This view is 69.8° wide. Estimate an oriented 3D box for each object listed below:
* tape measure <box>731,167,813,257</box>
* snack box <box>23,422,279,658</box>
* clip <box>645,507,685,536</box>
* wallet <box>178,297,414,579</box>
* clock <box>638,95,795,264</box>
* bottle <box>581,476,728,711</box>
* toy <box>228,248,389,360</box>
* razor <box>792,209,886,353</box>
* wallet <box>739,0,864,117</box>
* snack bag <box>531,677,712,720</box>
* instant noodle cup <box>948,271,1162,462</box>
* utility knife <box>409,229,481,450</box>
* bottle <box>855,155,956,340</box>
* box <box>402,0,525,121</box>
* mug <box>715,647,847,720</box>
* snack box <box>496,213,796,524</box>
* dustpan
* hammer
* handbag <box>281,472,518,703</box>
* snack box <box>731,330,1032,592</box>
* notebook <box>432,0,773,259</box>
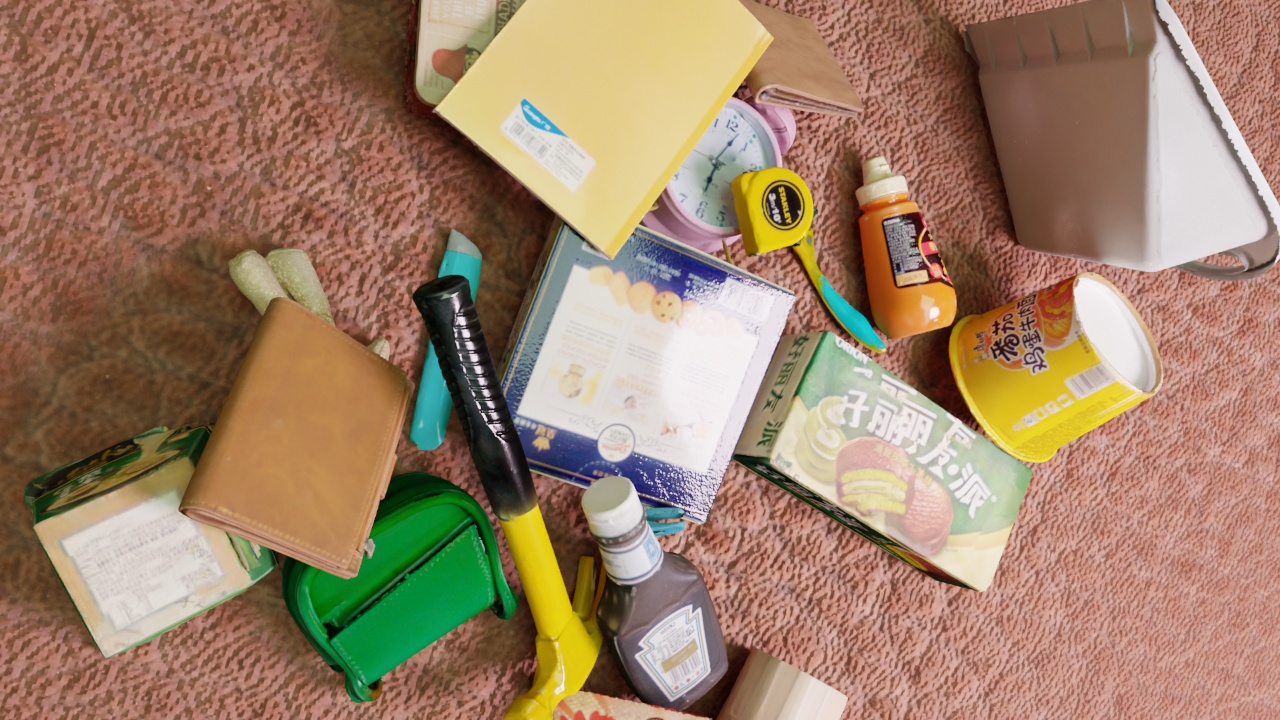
[{"bbox_3d":[0.092,-0.107,0.650,0.057,0.029,0.060,-17,97,-23],"label":"tape measure"},{"bbox_3d":[-0.275,0.102,0.516,0.117,0.106,0.118,-27,98,-20],"label":"snack box"},{"bbox_3d":[0.004,0.114,0.641,0.057,0.014,0.047,-7,47,3],"label":"clip"},{"bbox_3d":[-0.178,0.047,0.518,0.119,0.035,0.130,40,47,-39],"label":"wallet"},{"bbox_3d":[0.054,-0.157,0.682,0.117,0.060,0.158,23,79,-22],"label":"clock"},{"bbox_3d":[0.006,0.161,0.627,0.079,0.044,0.195,-32,125,-20],"label":"bottle"},{"bbox_3d":[-0.208,0.002,0.575,0.105,0.066,0.157,-30,99,-63],"label":"toy"},{"bbox_3d":[0.157,-0.059,0.740,0.132,0.028,0.043,55,40,-10],"label":"razor"},{"bbox_3d":[0.110,-0.230,0.695,0.115,0.020,0.101,-2,60,-38],"label":"wallet"},{"bbox_3d":[0.013,0.293,0.613,0.208,0.073,0.128,5,87,16],"label":"snack bag"},{"bbox_3d":[0.340,0.000,0.746,0.138,0.110,0.137,19,54,-28],"label":"instant noodle cup"},{"bbox_3d":[-0.134,-0.013,0.628,0.029,0.013,0.151,13,87,-19],"label":"utility knife"},{"bbox_3d":[0.209,-0.094,0.749,0.066,0.067,0.149,-14,88,-22],"label":"bottle"},{"bbox_3d":[-0.111,-0.245,0.612,0.091,0.080,0.168,4,94,-24],"label":"box"},{"bbox_3d":[0.108,0.289,0.694,0.124,0.084,0.103,42,71,-42],"label":"mug"},{"bbox_3d":[-0.004,0.004,0.646,0.178,0.046,0.182,21,93,-21],"label":"snack box"},{"bbox_3d":[0.405,-0.170,0.749,0.142,0.222,0.258,-18,107,-10],"label":"dustpan"},{"bbox_3d":[-0.077,0.089,0.569,0.128,0.033,0.301,-51,135,-50],"label":"hammer"},{"bbox_3d":[-0.155,0.144,0.592,0.131,0.068,0.120,-29,108,-22],"label":"handbag"},{"bbox_3d":[0.196,0.083,0.735,0.240,0.063,0.114,32,76,-19],"label":"snack box"},{"bbox_3d":[-0.015,-0.190,0.600,0.146,0.010,0.206,39,75,-17],"label":"notebook"}]
